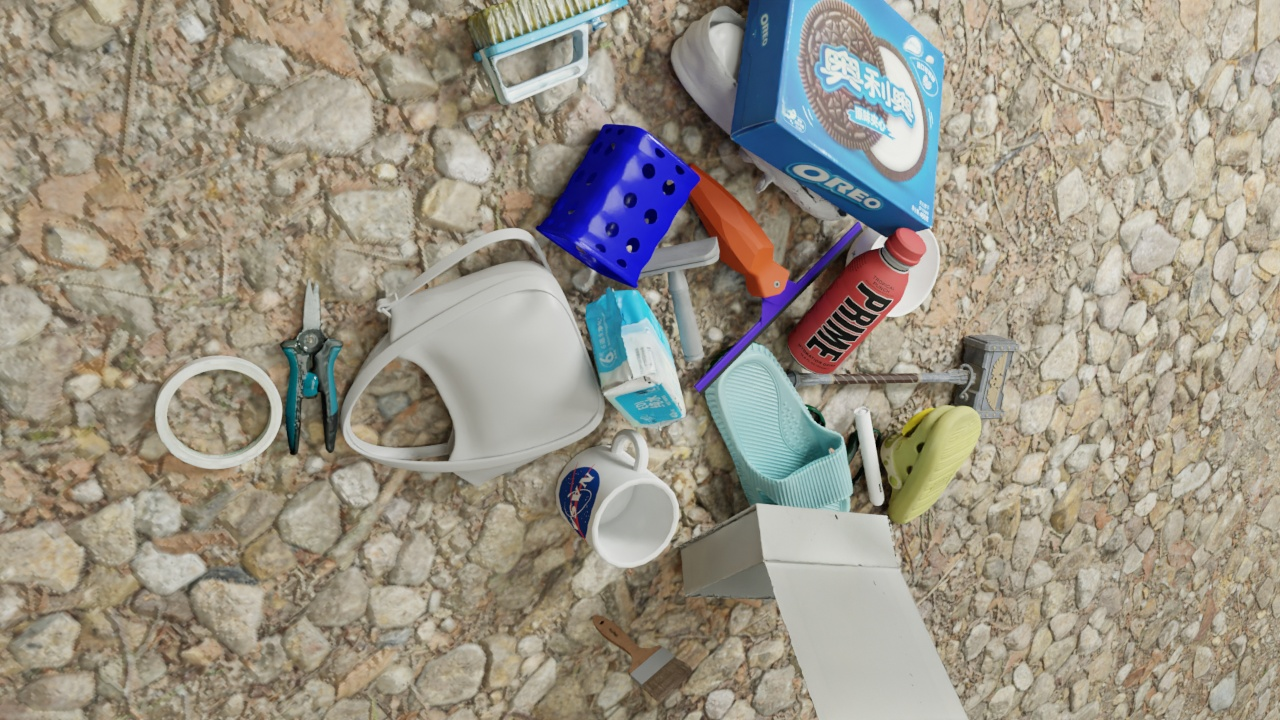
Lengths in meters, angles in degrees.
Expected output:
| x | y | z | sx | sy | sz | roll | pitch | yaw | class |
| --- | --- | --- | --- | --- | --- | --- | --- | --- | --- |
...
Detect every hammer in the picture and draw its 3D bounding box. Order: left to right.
| x | y | z | sx | sy | sz | roll | pitch | yaw | class |
| --- | --- | --- | --- | --- | --- | --- | --- | --- | --- |
| 0.299 | 0.021 | 1.061 | 0.321 | 0.044 | 0.098 | 0 | 106 | -26 | hammer |

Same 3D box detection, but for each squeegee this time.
| x | y | z | sx | sy | sz | roll | pitch | yaw | class |
| --- | --- | --- | --- | --- | --- | --- | --- | --- | --- |
| 0.098 | -0.115 | 0.898 | 0.249 | 0.055 | 0.185 | -44 | 111 | -11 | squeegee |

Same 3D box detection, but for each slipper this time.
| x | y | z | sx | sy | sz | roll | pitch | yaw | class |
| --- | --- | --- | --- | --- | --- | --- | --- | --- | --- |
| 0.122 | -0.220 | 0.865 | 0.246 | 0.075 | 0.112 | 39 | 75 | -29 | slipper |
| 0.155 | 0.101 | 0.982 | 0.116 | 0.069 | 0.276 | -33 | 115 | -6 | slipper |
| 0.332 | 0.114 | 1.088 | 0.091 | 0.081 | 0.191 | -20 | 140 | -29 | slipper |

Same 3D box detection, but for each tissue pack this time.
| x | y | z | sx | sy | sz | roll | pitch | yaw | class |
| --- | --- | --- | --- | --- | --- | --- | --- | --- | --- |
| -0.005 | 0.005 | 0.833 | 0.062 | 0.092 | 0.144 | -18 | 155 | 9 | tissue pack |

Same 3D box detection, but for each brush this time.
| x | y | z | sx | sy | sz | roll | pitch | yaw | class |
| --- | --- | --- | --- | --- | --- | --- | --- | --- | --- |
| -0.068 | -0.270 | 0.756 | 0.135 | 0.055 | 0.075 | -28 | 112 | -18 | brush |
| -0.009 | 0.290 | 0.918 | 0.045 | 0.143 | 0.008 | -35 | 121 | -24 | brush |

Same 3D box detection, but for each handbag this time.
| x | y | z | sx | sy | sz | roll | pitch | yaw | class |
| --- | --- | --- | --- | --- | --- | --- | --- | --- | --- |
| -0.159 | 0.009 | 0.803 | 0.222 | 0.095 | 0.216 | -23 | 115 | -6 | handbag |

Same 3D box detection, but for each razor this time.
| x | y | z | sx | sy | sz | roll | pitch | yaw | class |
| --- | --- | --- | --- | --- | --- | --- | --- | --- | --- |
| 0.040 | -0.053 | 0.871 | 0.088 | 0.047 | 0.116 | -10 | 113 | 11 | razor |

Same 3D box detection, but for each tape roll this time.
| x | y | z | sx | sy | sz | roll | pitch | yaw | class |
| --- | --- | --- | --- | --- | --- | --- | --- | --- | --- |
| -0.338 | 0.042 | 0.737 | 0.093 | 0.013 | 0.093 | -9 | 110 | -25 | tape roll |

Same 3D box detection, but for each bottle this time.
| x | y | z | sx | sy | sz | roll | pitch | yaw | class |
| --- | --- | --- | --- | --- | --- | --- | --- | --- | --- |
| 0.219 | -0.061 | 0.924 | 0.062 | 0.062 | 0.177 | 5 | 140 | -30 | bottle |

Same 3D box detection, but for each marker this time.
| x | y | z | sx | sy | sz | roll | pitch | yaw | class |
| --- | --- | --- | --- | --- | --- | --- | --- | --- | --- |
| 0.268 | 0.113 | 1.069 | 0.020 | 0.017 | 0.134 | -53 | 134 | -51 | marker |

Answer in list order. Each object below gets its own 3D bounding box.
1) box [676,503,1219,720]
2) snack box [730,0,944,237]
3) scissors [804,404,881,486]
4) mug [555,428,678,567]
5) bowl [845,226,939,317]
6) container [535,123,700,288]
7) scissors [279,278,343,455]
| x | y | z | sx | sy | sz | roll | pitch | yaw | class |
| --- | --- | --- | --- | --- | --- | --- | --- | --- | --- |
| 0.217 | 0.236 | 0.806 | 0.166 | 0.507 | 0.149 | 8 | 97 | -25 | box |
| 0.192 | -0.247 | 0.851 | 0.238 | 0.056 | 0.195 | 21 | 71 | -37 | snack box |
| 0.219 | 0.151 | 1.073 | 0.154 | 0.015 | 0.209 | 0 | 106 | -30 | scissors |
| -0.020 | 0.126 | 0.890 | 0.091 | 0.090 | 0.121 | 10 | 101 | -30 | mug |
| 0.266 | -0.103 | 0.993 | 0.104 | 0.054 | 0.105 | -8 | 109 | -24 | bowl |
| -0.020 | -0.138 | 0.809 | 0.084 | 0.085 | 0.113 | 33 | 88 | -33 | container |
| -0.277 | 0.012 | 0.757 | 0.138 | 0.019 | 0.129 | -47 | 121 | -10 | scissors |
